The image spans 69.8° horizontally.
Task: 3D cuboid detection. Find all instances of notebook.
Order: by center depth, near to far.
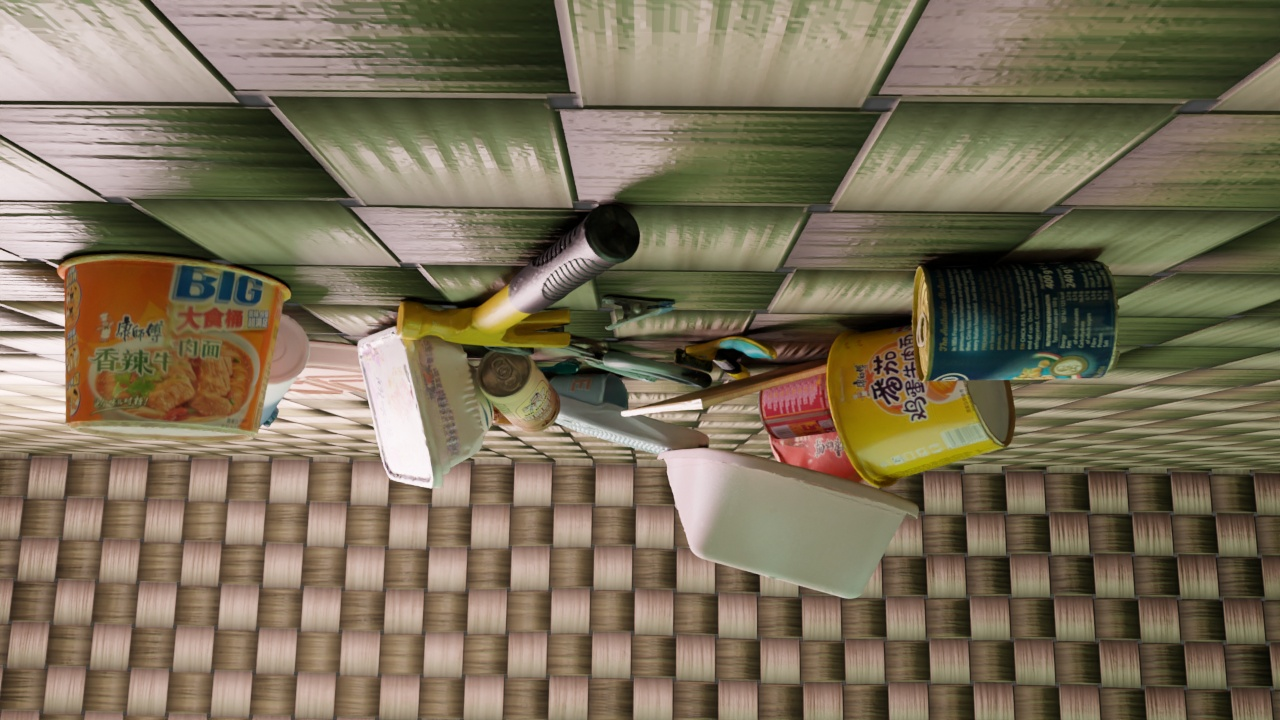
[{"bbox_3d":[0.106,0.022,0.881,0.211,0.012,0.150,-14,180,-29],"label":"notebook"}]

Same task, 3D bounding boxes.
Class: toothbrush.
[{"bbox_3d":[-0.140,0.011,1.006,0.192,0.016,0.018,-4,-156,35],"label":"toothbrush"}]

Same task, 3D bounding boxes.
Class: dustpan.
[{"bbox_3d":[0.145,0.114,0.877,0.222,0.139,0.273,15,-161,-7],"label":"dustpan"}]

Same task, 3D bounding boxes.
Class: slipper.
[{"bbox_3d":[-0.032,0.053,1.057,0.246,0.074,0.104,15,170,23],"label":"slipper"}]

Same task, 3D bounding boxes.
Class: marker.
[{"bbox_3d":[0.092,0.004,0.951,0.018,0.015,0.124,-4,166,21],"label":"marker"}]

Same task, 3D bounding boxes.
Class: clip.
[{"bbox_3d":[-0.001,-0.037,0.697,0.056,0.027,0.024,-6,175,-23],"label":"clip"}]

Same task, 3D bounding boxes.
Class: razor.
[{"bbox_3d":[0.081,-0.008,0.828,0.043,0.028,0.133,19,169,-26],"label":"razor"}]

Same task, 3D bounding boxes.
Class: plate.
[{"bbox_3d":[-0.357,0.011,0.986,0.229,0.028,0.229,1,170,0],"label":"plate"}]

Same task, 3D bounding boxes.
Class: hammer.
[{"bbox_3d":[-0.074,-0.045,0.613,0.128,0.032,0.301,5,170,-23],"label":"hammer"}]

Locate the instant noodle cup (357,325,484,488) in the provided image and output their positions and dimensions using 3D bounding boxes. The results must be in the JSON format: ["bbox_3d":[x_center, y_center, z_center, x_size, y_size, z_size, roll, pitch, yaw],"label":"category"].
[{"bbox_3d":[-0.192,0.037,0.809,0.060,0.138,0.174,-14,-177,-27],"label":"instant noodle cup"}]

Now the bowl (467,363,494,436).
[{"bbox_3d":[-0.208,0.034,0.927,0.116,0.116,0.066,1,130,-3],"label":"bowl"}]

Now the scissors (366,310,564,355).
[{"bbox_3d":[-0.150,-0.026,0.806,0.181,0.014,0.159,2,169,11],"label":"scissors"}]

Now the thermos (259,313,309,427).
[{"bbox_3d":[-0.351,0.020,0.829,0.070,0.070,0.221,6,161,-29],"label":"thermos"}]

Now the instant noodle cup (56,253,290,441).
[{"bbox_3d":[-0.331,-0.003,0.650,0.151,0.111,0.151,1,170,0],"label":"instant noodle cup"}]

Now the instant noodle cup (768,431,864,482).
[{"bbox_3d":[0.230,0.075,1.027,0.138,0.138,0.108,-7,176,38],"label":"instant noodle cup"}]

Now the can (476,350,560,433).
[{"bbox_3d":[-0.122,0.031,0.935,0.058,0.058,0.116,-1,159,10],"label":"can"}]

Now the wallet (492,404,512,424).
[{"bbox_3d":[-0.187,0.047,1.082,0.119,0.035,0.130,29,-172,35],"label":"wallet"}]

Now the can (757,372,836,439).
[{"bbox_3d":[0.179,0.044,0.954,0.094,0.066,0.066,-13,164,37],"label":"can"}]

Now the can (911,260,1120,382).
[{"bbox_3d":[0.234,-0.025,0.582,0.111,0.075,0.075,-1,170,9],"label":"can"}]

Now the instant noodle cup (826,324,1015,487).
[{"bbox_3d":[0.234,0.028,0.754,0.110,0.138,0.137,-18,161,37],"label":"instant noodle cup"}]

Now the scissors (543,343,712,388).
[{"bbox_3d":[-0.005,0.005,0.882,0.181,0.019,0.170,11,174,36],"label":"scissors"}]
